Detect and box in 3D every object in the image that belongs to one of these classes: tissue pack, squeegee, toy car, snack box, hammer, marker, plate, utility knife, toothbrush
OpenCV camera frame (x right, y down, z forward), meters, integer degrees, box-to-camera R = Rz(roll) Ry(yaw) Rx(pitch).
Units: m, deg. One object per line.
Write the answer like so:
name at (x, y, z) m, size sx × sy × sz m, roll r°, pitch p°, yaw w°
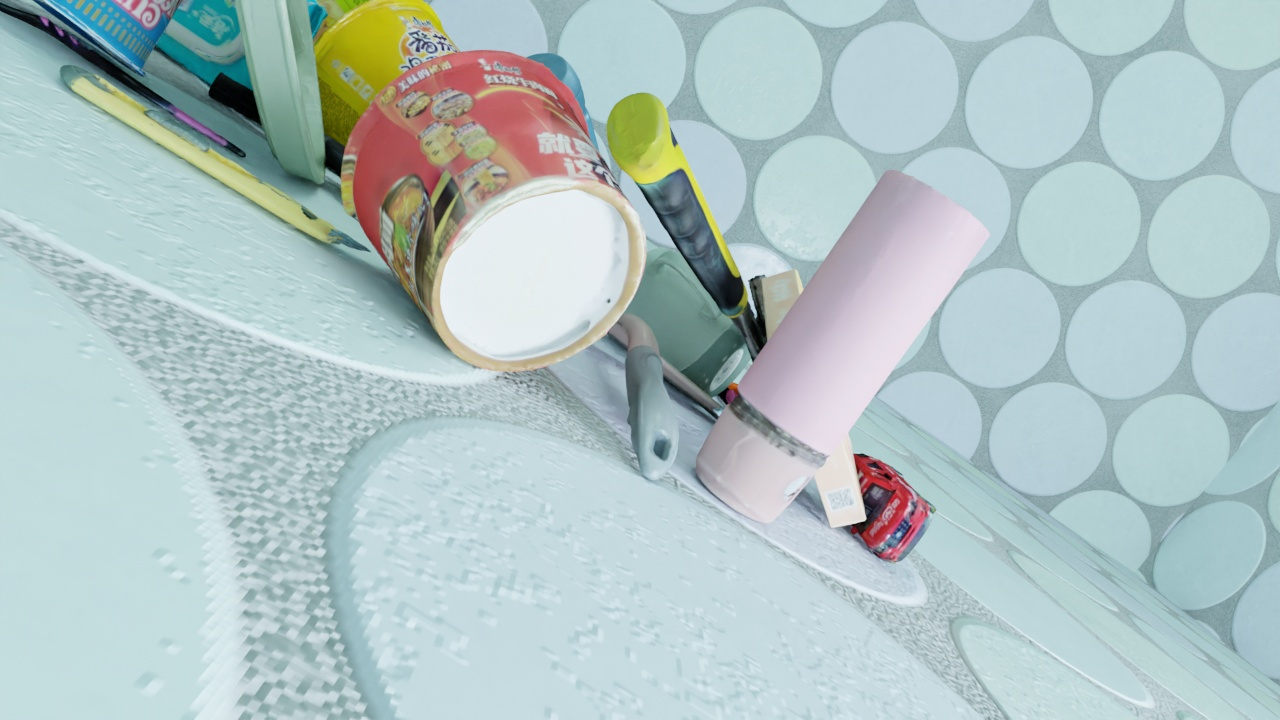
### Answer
tissue pack at (-0.303, -0.251, 0.664) m, size 0.133 × 0.093 × 0.050 m, roll 34°, pitch 5°, yaw -4°
squeegee at (-0.003, 0.003, 0.558) m, size 0.247 × 0.040 × 0.249 m, roll 39°, pitch 11°, yaw -19°
toy car at (0.168, 0.102, 0.658) m, size 0.045 × 0.053 × 0.120 m, roll 31°, pitch 7°, yaw -10°
snack box at (0.116, 0.026, 0.610) m, size 0.084 × 0.026 × 0.157 m, roll -83°, pitch 154°, yaw -57°
hammer at (0.049, -0.047, 0.551) m, size 0.323 × 0.032 × 0.126 m, roll 50°, pitch 27°, yaw -59°
marker at (-0.237, -0.157, 0.646) m, size 0.132 × 0.020 × 0.022 m, roll 31°, pitch 27°, yaw -20°
plate at (-0.212, -0.217, 0.530) m, size 0.027 × 0.230 × 0.230 m, roll -7°, pitch 23°, yaw -14°
utility knife at (-0.211, -0.096, 0.456) m, size 0.166 × 0.018 × 0.031 m, roll 37°, pitch 14°, yaw -16°
toothbrush at (-0.298, -0.168, 0.492) m, size 0.189 × 0.018 × 0.014 m, roll 33°, pitch 3°, yaw -19°

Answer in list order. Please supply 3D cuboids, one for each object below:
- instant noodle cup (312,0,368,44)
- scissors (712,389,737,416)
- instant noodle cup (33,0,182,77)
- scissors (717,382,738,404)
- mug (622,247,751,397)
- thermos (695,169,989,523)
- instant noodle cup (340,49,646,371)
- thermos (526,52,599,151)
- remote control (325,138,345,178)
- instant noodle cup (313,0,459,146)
instant noodle cup at (-0.269, -0.267, 0.768) m, size 0.111 × 0.123 × 0.111 m, roll 34°, pitch 10°, yaw -7°
scissors at (0.072, 0.038, 0.671) m, size 0.056 × 0.017 × 0.133 m, roll 40°, pitch 10°, yaw 18°
instant noodle cup at (-0.286, -0.232, 0.503) m, size 0.099 × 0.110 × 0.099 m, roll 35°, pitch -5°, yaw 3°
scissors at (0.101, 0.059, 0.760) m, size 0.190 × 0.022 × 0.229 m, roll 35°, pitch 14°, yaw 33°
mug at (0.036, -0.035, 0.725) m, size 0.106 × 0.082 × 0.112 m, roll 41°, pitch -28°, yaw 20°
thermos at (0.110, -0.002, 0.513) m, size 0.067 × 0.199 × 0.087 m, roll 38°, pitch 12°, yaw 32°
instant noodle cup at (-0.066, -0.069, 0.458) m, size 0.137 × 0.138 × 0.108 m, roll 25°, pitch 22°, yaw -46°
thermos at (-0.058, -0.149, 0.769) m, size 0.070 × 0.070 × 0.221 m, roll 41°, pitch -21°, yaw 35°
remote control at (-0.154, -0.095, 0.597) m, size 0.136 × 0.024 × 0.053 m, roll 39°, pitch 2°, yaw 7°
instant noodle cup at (-0.179, -0.196, 0.722) m, size 0.110 × 0.138 × 0.138 m, roll 46°, pitch 12°, yaw 14°
